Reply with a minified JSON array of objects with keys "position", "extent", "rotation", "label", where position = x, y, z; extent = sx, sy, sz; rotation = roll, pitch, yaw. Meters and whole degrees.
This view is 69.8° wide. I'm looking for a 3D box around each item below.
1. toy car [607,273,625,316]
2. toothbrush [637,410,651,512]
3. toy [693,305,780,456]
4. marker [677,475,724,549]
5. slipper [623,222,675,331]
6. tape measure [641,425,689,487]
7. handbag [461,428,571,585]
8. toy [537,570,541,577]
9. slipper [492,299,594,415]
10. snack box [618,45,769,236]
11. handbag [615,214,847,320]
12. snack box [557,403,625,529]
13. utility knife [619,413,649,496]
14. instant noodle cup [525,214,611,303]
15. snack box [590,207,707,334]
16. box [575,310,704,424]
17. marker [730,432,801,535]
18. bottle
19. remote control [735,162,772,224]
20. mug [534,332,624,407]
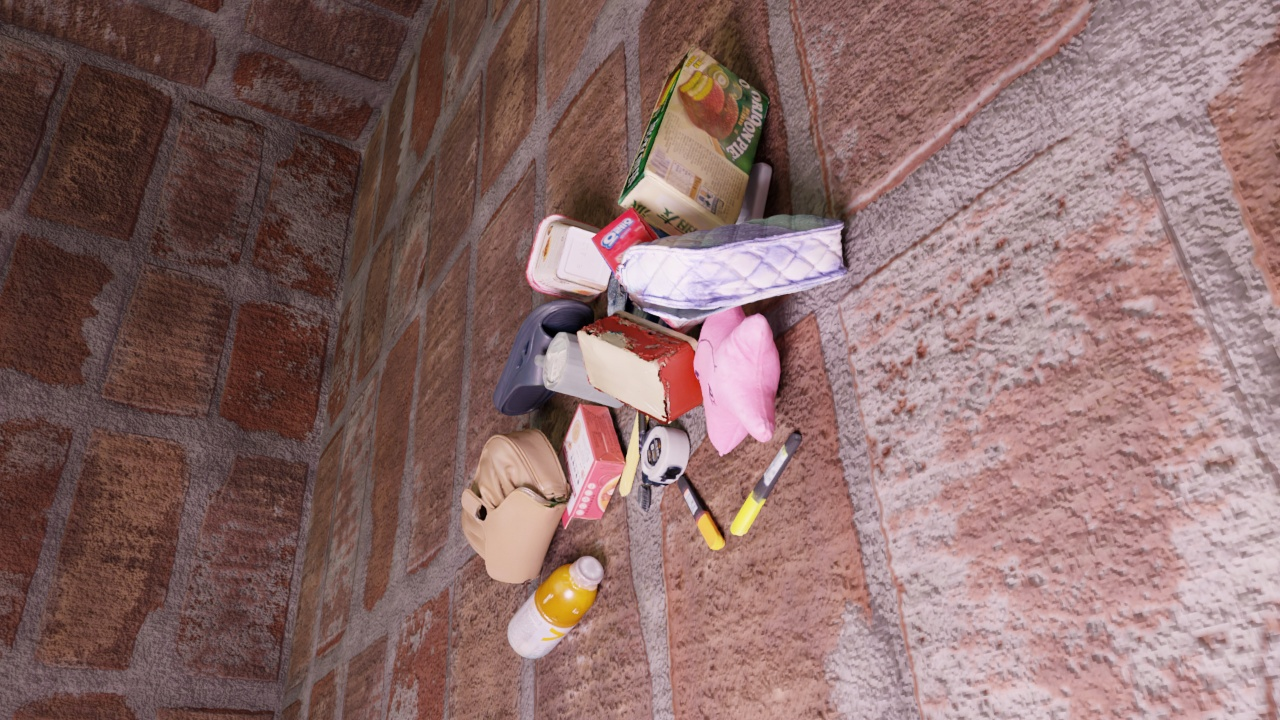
[{"position":[-0.025,-0.106,1.272],"extent":[0.049,0.031,0.105],"rotation":[-19,60,57],"label":"toy car"},{"position":[0.000,0.091,1.125],"extent":[0.014,0.016,0.188],"rotation":[-23,62,46],"label":"toothbrush"},{"position":[0.097,0.022,0.929],"extent":[0.194,0.074,0.179],"rotation":[-114,26,-66],"label":"toy"},{"position":[0.064,0.163,0.995],"extent":[0.018,0.015,0.123],"rotation":[-63,27,18],"label":"marker"},{"position":[0.016,-0.130,1.146],"extent":[0.105,0.095,0.253],"rotation":[34,111,59],"label":"slipper"},{"position":[0.028,0.109,1.065],"extent":[0.066,0.033,0.065],"rotation":[-37,48,53],"label":"tape measure"},{"position":[-0.174,0.197,1.229],"extent":[0.148,0.099,0.205],"rotation":[44,127,32],"label":"handbag"},{"position":[-0.162,0.237,1.333],"extent":[0.105,0.066,0.157],"rotation":[-5,74,30],"label":"toy"},{"position":[-0.137,0.015,1.361],"extent":[0.269,0.110,0.083],"rotation":[-55,49,42],"label":"slipper"},{"position":[0.064,-0.235,1.012],"extent":[0.063,0.114,0.239],"rotation":[-41,24,47],"label":"snack box"},{"position":[0.091,-0.091,0.873],"extent":[0.134,0.193,0.075],"rotation":[18,118,57],"label":"handbag"},{"position":[-0.071,0.142,1.213],"extent":[0.113,0.044,0.127],"rotation":[-110,37,-48],"label":"snack box"},{"position":[-0.005,0.097,1.152],"extent":[0.031,0.018,0.151],"rotation":[20,93,67],"label":"utility knife"},{"position":[-0.091,-0.144,1.309],"extent":[0.124,0.116,0.116],"rotation":[-162,87,-70],"label":"instant noodle cup"},{"position":[0.020,-0.090,0.995],"extent":[0.058,0.207,0.057],"rotation":[-37,64,9],"label":"snack box"},{"position":[-0.006,0.007,1.066],"extent":[0.168,0.079,0.091],"rotation":[24,133,51],"label":"box"},{"position":[0.124,0.122,0.902],"extent":[0.124,0.015,0.018],"rotation":[-61,31,19],"label":"marker"},{"position":[-0.106,0.314,1.174],"extent":[0.190,0.068,0.068],"rotation":[-53,35,36],"label":"bottle"},{"position":[0.118,-0.157,1.044],"extent":[0.056,0.020,0.136],"rotation":[0,76,61],"label":"remote control"},{"position":[-0.076,0.011,1.232],"extent":[0.124,0.103,0.083],"rotation":[2,79,61],"label":"mug"}]
